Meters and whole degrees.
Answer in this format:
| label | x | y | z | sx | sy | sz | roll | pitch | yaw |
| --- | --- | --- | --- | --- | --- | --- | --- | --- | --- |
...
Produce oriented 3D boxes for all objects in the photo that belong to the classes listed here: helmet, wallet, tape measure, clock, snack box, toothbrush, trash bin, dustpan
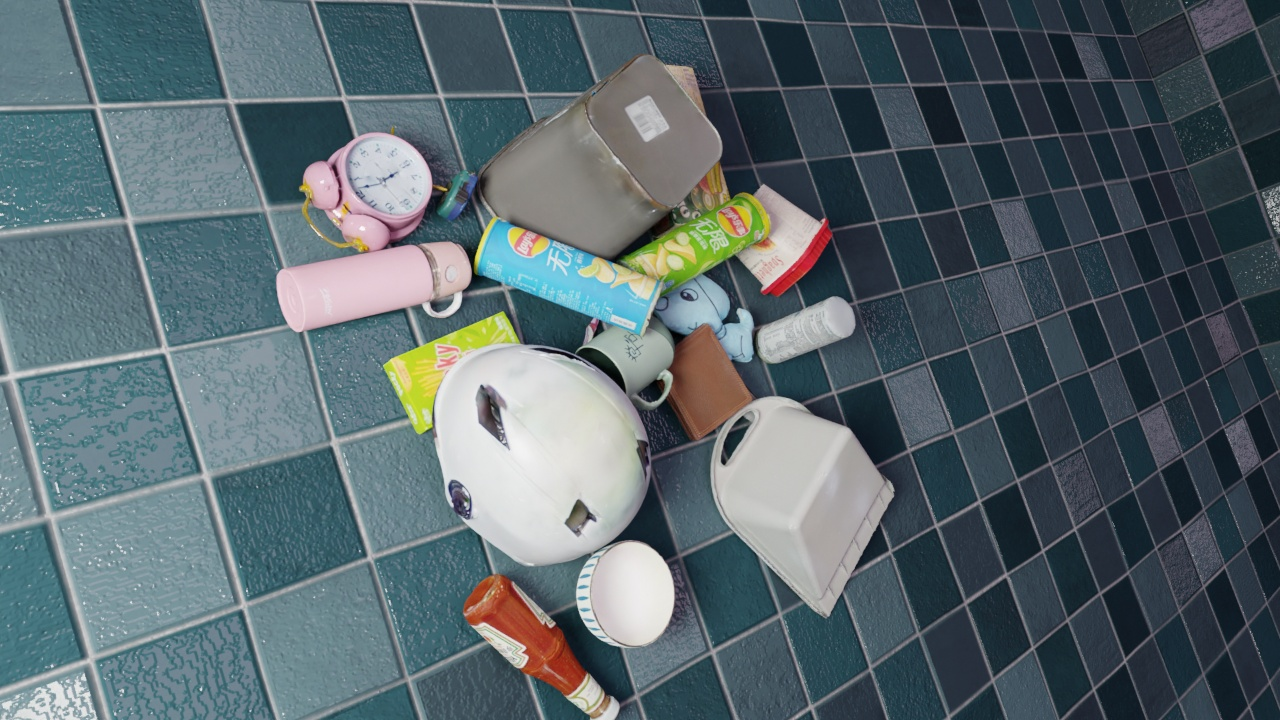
| label | x | y | z | sx | sy | sz | roll | pitch | yaw |
| --- | --- | --- | --- | --- | --- | --- | --- | --- | --- |
| helmet | -0.088 | 0.094 | 0.982 | 0.228 | 0.146 | 0.259 | -41 | 108 | -35 |
| wallet | 0.079 | 0.029 | 1.194 | 0.101 | 0.032 | 0.124 | -35 | 102 | -18 |
| tape measure | -0.215 | -0.190 | 1.060 | 0.025 | 0.058 | 0.054 | 30 | 63 | -25 |
| clock | -0.296 | -0.180 | 0.995 | 0.117 | 0.060 | 0.158 | 50 | 55 | -11 |
| snack box | 0.045 | -0.293 | 1.280 | 0.114 | 0.063 | 0.240 | -10 | 81 | -38 |
| toothbrush | -0.066 | -0.037 | 1.144 | 0.017 | 0.016 | 0.187 | 29 | 59 | -16 |
| snack box | -0.198 | 0.011 | 1.024 | 0.156 | 0.026 | 0.086 | -27 | 91 | -38 |
| trash bin | -0.044 | -0.230 | 1.095 | 0.198 | 0.220 | 0.198 | 48 | 55 | -13 |
| dustpan | 0.211 | 0.178 | 1.253 | 0.222 | 0.143 | 0.258 | -54 | 137 | -22 |

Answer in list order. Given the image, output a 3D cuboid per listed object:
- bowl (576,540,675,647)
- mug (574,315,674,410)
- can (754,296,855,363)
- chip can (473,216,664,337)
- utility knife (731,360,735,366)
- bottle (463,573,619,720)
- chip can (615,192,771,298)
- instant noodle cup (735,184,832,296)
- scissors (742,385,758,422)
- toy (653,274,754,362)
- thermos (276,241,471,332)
| label | x | y | z | sx | sy | sz | roll | pitch | yaw |
| --- | --- | --- | --- | --- | --- | --- | --- | --- | --- |
| bowl | -0.025 | 0.266 | 1.040 | 0.116 | 0.066 | 0.116 | 12 | 69 | -34 |
| mug | -0.007 | 0.006 | 1.104 | 0.112 | 0.082 | 0.106 | 47 | 48 | 9 |
| can | 0.226 | -0.040 | 1.274 | 0.058 | 0.147 | 0.058 | 12 | 68 | -32 |
| chip can | -0.082 | -0.096 | 1.061 | 0.210 | 0.071 | 0.071 | 21 | 60 | 0 |
| utility knife | 0.046 | -0.001 | 1.213 | 0.217 | 0.015 | 0.033 | 5 | 73 | -35 |
| bottle | -0.100 | 0.314 | 0.976 | 0.206 | 0.060 | 0.059 | 48 | 53 | -14 |
| chip can | 0.066 | -0.143 | 1.193 | 0.220 | 0.073 | 0.072 | -31 | 94 | -24 |
| instant noodle cup | 0.191 | -0.177 | 1.324 | 0.124 | 0.117 | 0.116 | 40 | 54 | -5 |
| scissors | 0.209 | 0.100 | 1.282 | 0.212 | 0.015 | 0.197 | -12 | 85 | -37 |
| toy | 0.087 | -0.062 | 1.240 | 0.161 | 0.050 | 0.156 | -16 | 83 | -36 |
| thermos | -0.276 | -0.074 | 0.977 | 0.198 | 0.067 | 0.087 | -18 | 117 | -40 |
